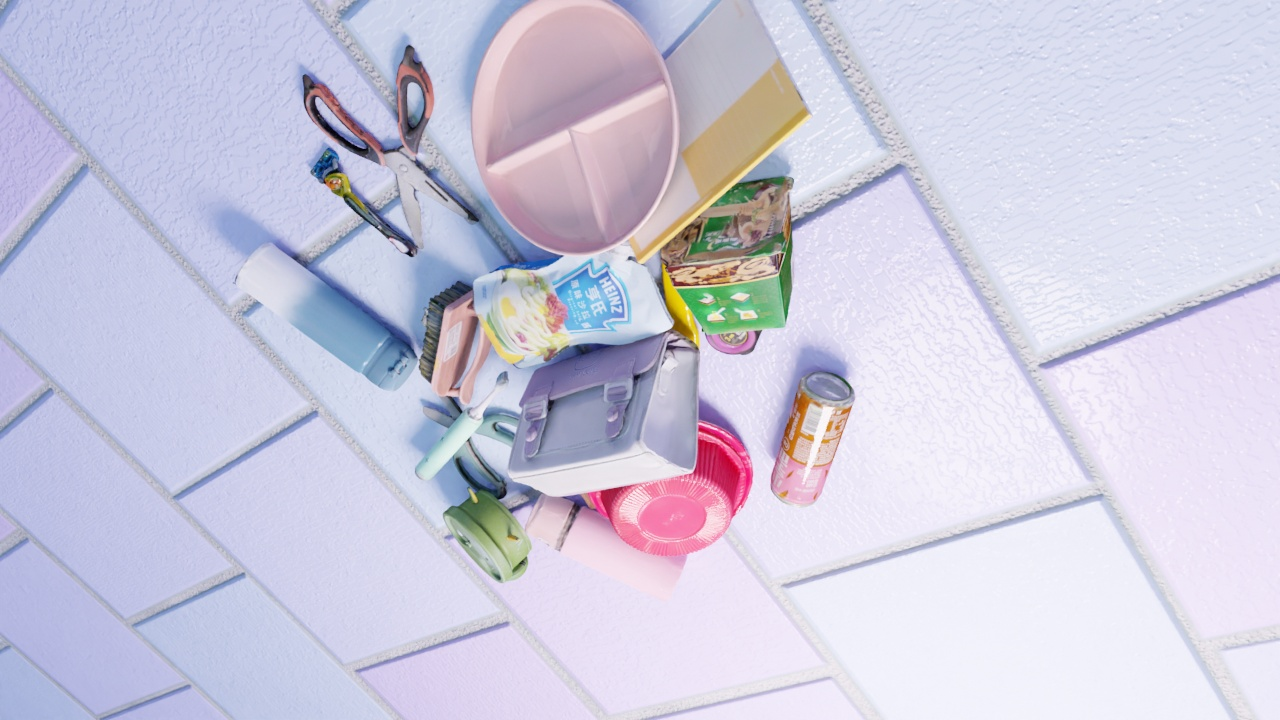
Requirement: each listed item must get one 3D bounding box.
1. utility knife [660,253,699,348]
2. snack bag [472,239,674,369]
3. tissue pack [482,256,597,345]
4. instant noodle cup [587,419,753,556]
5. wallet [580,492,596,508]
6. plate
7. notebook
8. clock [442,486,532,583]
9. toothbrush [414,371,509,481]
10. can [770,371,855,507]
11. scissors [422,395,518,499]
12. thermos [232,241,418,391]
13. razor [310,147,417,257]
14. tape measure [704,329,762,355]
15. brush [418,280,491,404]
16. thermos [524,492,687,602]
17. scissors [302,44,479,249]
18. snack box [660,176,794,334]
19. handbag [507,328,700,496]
[{"bbox_3d":[0.042,-0.053,0.946,0.033,0.015,0.155,1,122,12],"label":"utility knife"},{"bbox_3d":[-0.070,-0.056,0.906,0.191,0.038,0.110,-13,106,26],"label":"snack bag"},{"bbox_3d":[-0.084,-0.062,0.963,0.157,0.052,0.095,-5,122,23],"label":"tissue pack"},{"bbox_3d":[0.034,0.153,1.023,0.194,0.065,0.194,-1,128,-1],"label":"instant noodle cup"},{"bbox_3d":[-0.047,0.121,1.088,0.101,0.032,0.124,-16,115,32],"label":"wallet"},{"bbox_3d":[-0.060,-0.209,0.825,0.230,0.028,0.230,11,109,32],"label":"plate"},{"bbox_3d":[0.042,-0.200,0.795,0.207,0.010,0.145,-37,64,35],"label":"notebook"},{"bbox_3d":[-0.191,0.226,1.163,0.116,0.056,0.161,43,154,15],"label":"clock"},{"bbox_3d":[-0.214,0.082,1.101,0.026,0.027,0.225,19,135,-30],"label":"toothbrush"},{"bbox_3d":[0.178,0.084,0.960,0.058,0.057,0.148,17,127,9],"label":"can"},{"bbox_3d":[-0.199,0.114,1.145,0.173,0.019,0.179,21,128,4],"label":"scissors"},{"bbox_3d":[-0.362,-0.046,1.070,0.220,0.070,0.070,38,127,-7],"label":"thermos"},{"bbox_3d":[-0.298,-0.163,0.994,0.142,0.022,0.043,45,127,-13],"label":"razor"},{"bbox_3d":[0.094,-0.036,0.923,0.058,0.039,0.057,16,135,2],"label":"tape measure"},{"bbox_3d":[-0.207,-0.013,1.034,0.073,0.063,0.146,30,129,12],"label":"brush"},{"bbox_3d":[-0.045,0.232,1.143,0.198,0.067,0.087,23,157,4],"label":"thermos"},{"bbox_3d":[-0.256,-0.217,0.945,0.189,0.015,0.223,12,125,12],"label":"scissors"},{"bbox_3d":[0.094,-0.090,0.851,0.118,0.118,0.106,-5,133,23],"label":"snack box"},{"bbox_3d":[-0.039,0.055,0.952,0.197,0.144,0.098,-16,143,38],"label":"handbag"}]
